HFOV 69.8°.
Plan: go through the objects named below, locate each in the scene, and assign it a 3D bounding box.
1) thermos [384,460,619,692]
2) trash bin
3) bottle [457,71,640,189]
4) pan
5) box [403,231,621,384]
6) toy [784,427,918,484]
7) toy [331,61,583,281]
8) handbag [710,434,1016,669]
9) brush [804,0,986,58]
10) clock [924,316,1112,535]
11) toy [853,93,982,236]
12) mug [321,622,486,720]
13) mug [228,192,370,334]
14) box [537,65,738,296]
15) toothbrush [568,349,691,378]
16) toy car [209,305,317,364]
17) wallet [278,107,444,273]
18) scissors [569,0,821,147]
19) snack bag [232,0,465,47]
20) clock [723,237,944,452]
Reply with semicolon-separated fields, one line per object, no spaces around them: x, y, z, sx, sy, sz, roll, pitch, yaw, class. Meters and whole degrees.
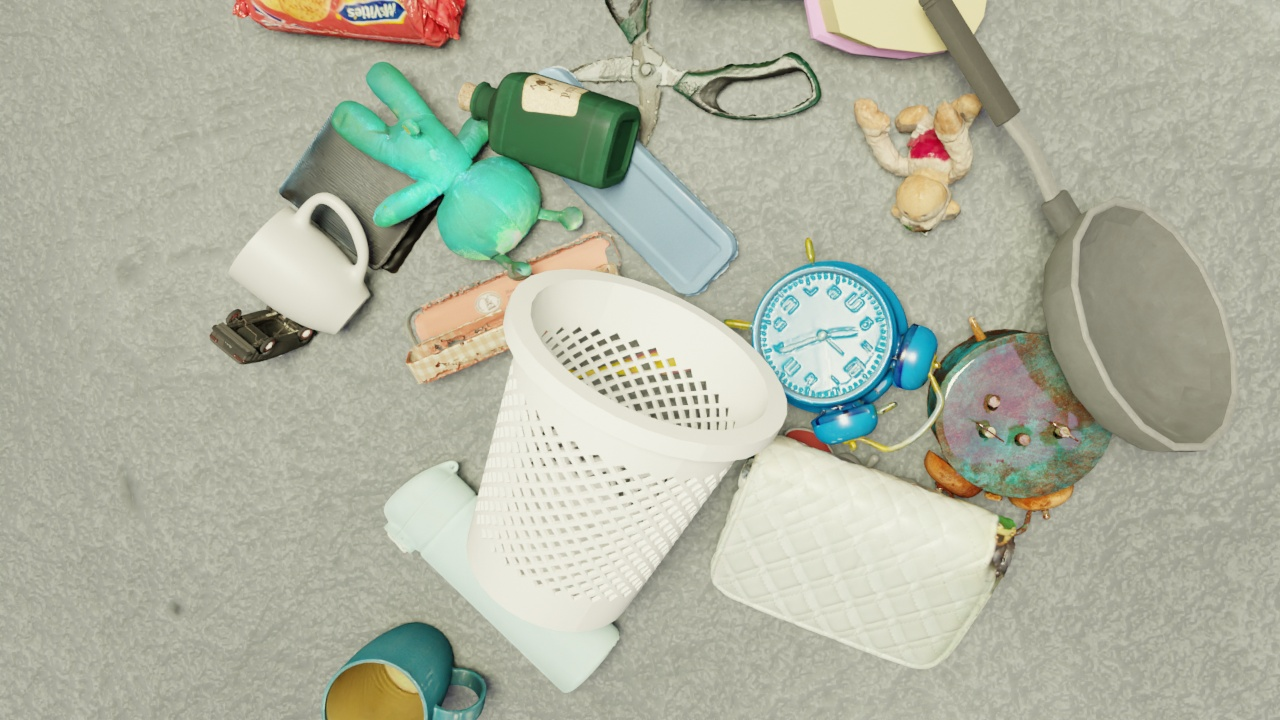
-0.112;0.169;0.730;0.207;0.065;0.077;43;71;1;thermos
-0.030;0.072;0.647;0.195;0.195;0.200;27;118;4;trash bin
-0.072;-0.175;0.672;0.131;0.061;0.061;21;113;13;bottle
0.288;-0.095;0.624;0.178;0.041;0.357;-37;95;-34;pan
-0.100;-0.042;0.724;0.187;0.085;0.048;-23;130;6;box
0.158;0.086;0.708;0.112;0.030;0.049;21;125;2;toy
-0.141;-0.141;0.694;0.193;0.072;0.130;40;77;-12;toy
0.158;0.136;0.681;0.195;0.072;0.139;20;124;5;handbag
0.132;-0.262;0.632;0.228;0.043;0.089;0;106;-15;brush
0.270;0.054;0.671;0.121;0.073;0.158;11;97;6;clock
0.201;-0.141;0.670;0.085;0.074;0.106;13;120;36;toy
-0.178;0.260;0.727;0.112;0.104;0.084;12;96;3;mug
-0.251;-0.077;0.717;0.089;0.071;0.107;40;113;-13;mug
-0.013;-0.139;0.714;0.209;0.037;0.066;45;111;3;box
-0.004;0.004;0.730;0.135;0.016;0.021;-9;92;5;toothbrush
-0.298;-0.019;0.724;0.040;0.092;0.037;39;108;3;toy car
-0.224;-0.136;0.737;0.115;0.026;0.089;37;100;3;wallet
0.035;-0.256;0.697;0.202;0.015;0.202;0;100;9;scissors
-0.220;-0.288;0.698;0.176;0.082;0.082;6;96;5;snack bag
0.149;-0.006;0.673;0.161;0.060;0.117;45;101;16;clock
